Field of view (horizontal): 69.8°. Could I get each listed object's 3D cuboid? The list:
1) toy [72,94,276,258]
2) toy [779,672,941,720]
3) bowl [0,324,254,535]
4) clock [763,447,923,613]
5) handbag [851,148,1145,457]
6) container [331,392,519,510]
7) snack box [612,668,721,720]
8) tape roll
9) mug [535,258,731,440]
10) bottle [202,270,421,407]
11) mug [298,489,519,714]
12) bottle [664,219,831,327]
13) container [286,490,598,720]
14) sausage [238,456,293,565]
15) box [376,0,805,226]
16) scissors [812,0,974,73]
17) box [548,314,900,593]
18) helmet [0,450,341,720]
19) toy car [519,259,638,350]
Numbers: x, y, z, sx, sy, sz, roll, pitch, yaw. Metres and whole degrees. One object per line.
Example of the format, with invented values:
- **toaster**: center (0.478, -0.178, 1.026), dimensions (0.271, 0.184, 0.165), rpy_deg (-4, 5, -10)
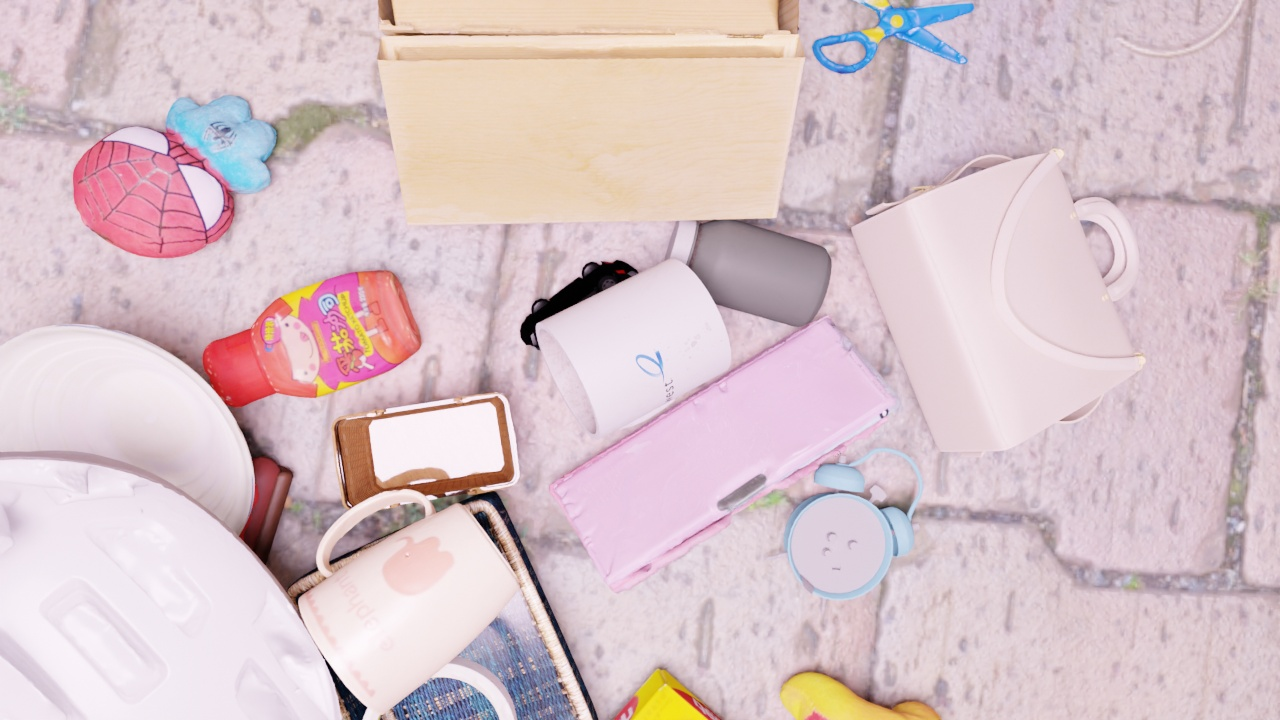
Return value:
- **toy**: center (-0.302, -0.123, 0.603), dimensions (0.092, 0.062, 0.132), rpy_deg (47, 73, -10)
- **toy**: center (0.136, 0.332, 0.619), dimensions (0.147, 0.099, 0.216), rpy_deg (15, 82, 3)
- **bowl**: center (-0.320, 0.049, 0.581), dimensions (0.177, 0.057, 0.177), rpy_deg (2, 114, 4)
- **clock**: center (0.151, 0.115, 0.648), dimensions (0.087, 0.042, 0.123), rpy_deg (43, 87, -3)
- **handbag**: center (0.275, -0.052, 0.646), dimensions (0.197, 0.101, 0.194), rpy_deg (-22, 91, -18)
- **container**: center (-0.139, 0.059, 0.612), dimensions (0.114, 0.061, 0.063), rpy_deg (-9, 90, -6)
- **snack box**: center (-0.017, 0.315, 0.610), dimensions (0.092, 0.042, 0.200), rpy_deg (42, 83, -3)
- **tape roll**: center (-0.122, 0.228, 0.558), dimensions (0.094, 0.019, 0.094), rpy_deg (0, 88, -5)
- **mug**: center (-0.004, 0.003, 0.605), dimensions (0.096, 0.120, 0.083), rpy_deg (-27, 54, -15)
- **bottle**: center (-0.219, -0.011, 0.612), dimensions (0.134, 0.048, 0.071), rpy_deg (-21, 92, -5)
- **mug**: center (-0.137, 0.127, 0.535), dimensions (0.104, 0.085, 0.111), rpy_deg (-35, 63, -15)
- **bottle**: center (0.073, -0.064, 0.635), dimensions (0.108, 0.060, 0.060), rpy_deg (16, 87, -5)
- **container**: center (-0.124, 0.198, 0.605), dimensions (0.145, 0.071, 0.187), rpy_deg (-24, 91, -5)
- **sausage**: center (-0.271, 0.139, 0.609), dimensions (0.040, 0.040, 0.155), rpy_deg (17, 88, -5)
- **box**: center (-0.031, -0.182, 0.584), dimensions (0.248, 0.142, 0.179), rpy_deg (-2, 80, -4)
- **scissors**: center (0.186, -0.257, 0.675), dimensions (0.131, 0.018, 0.109), rpy_deg (-12, 93, -4)
- **box**: center (0.057, 0.062, 0.621), dimensions (0.232, 0.080, 0.099), rpy_deg (-30, 93, -5)
- **helmet**: center (-0.294, 0.180, 0.492), dimensions (0.282, 0.184, 0.224), rpy_deg (44, 79, -1)
- **toy car**: center (-0.041, -0.035, 0.635), dimensions (0.091, 0.042, 0.036), rpy_deg (-37, 117, -5)
